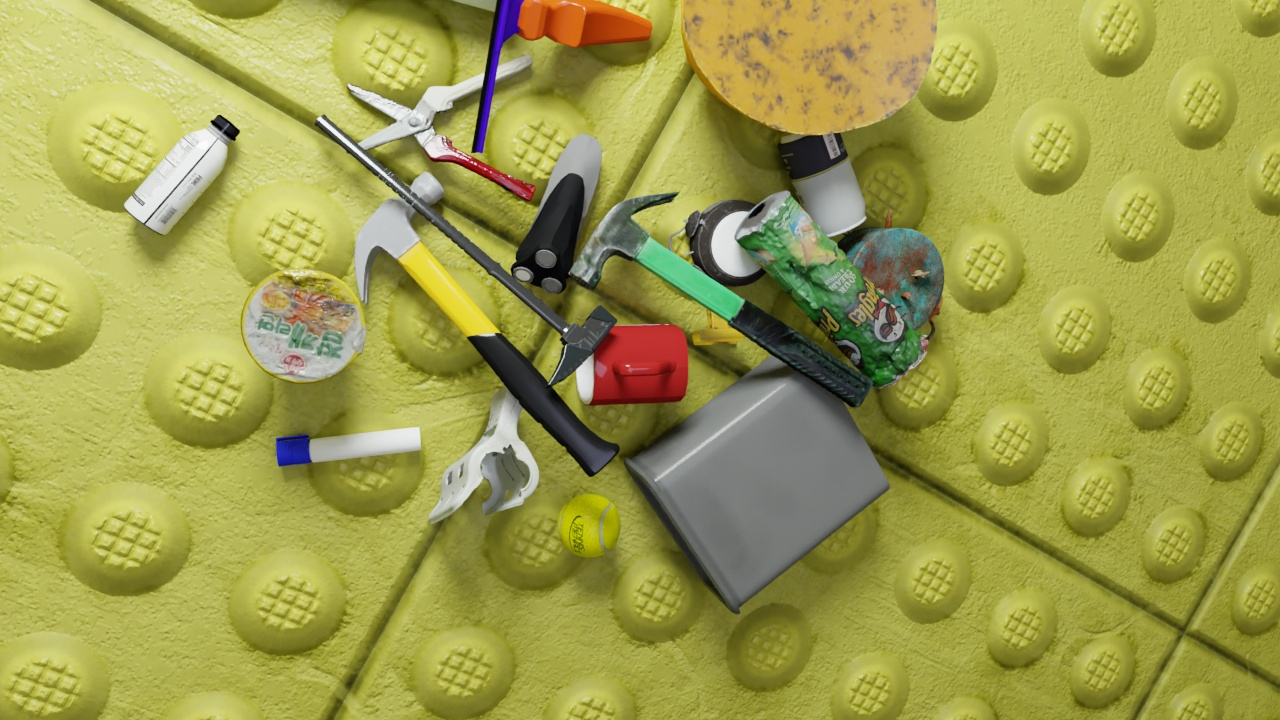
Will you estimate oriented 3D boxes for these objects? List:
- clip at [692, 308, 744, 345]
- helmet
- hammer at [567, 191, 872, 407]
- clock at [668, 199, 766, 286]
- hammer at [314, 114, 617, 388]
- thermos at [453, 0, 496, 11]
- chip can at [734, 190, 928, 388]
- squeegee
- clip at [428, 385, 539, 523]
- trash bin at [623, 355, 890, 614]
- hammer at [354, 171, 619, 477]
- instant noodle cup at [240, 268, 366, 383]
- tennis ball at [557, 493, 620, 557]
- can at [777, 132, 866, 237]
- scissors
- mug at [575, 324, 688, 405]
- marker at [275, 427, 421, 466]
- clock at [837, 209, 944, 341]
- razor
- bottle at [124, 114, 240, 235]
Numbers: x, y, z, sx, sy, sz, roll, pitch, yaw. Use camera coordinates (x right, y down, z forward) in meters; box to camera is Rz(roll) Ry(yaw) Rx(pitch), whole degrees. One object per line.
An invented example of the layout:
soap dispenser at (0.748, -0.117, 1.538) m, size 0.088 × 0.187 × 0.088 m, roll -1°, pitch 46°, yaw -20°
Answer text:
clip at (0.084, -0.038, 0.984) m, size 0.054 × 0.046 × 0.048 m, roll -2°, pitch 125°, yaw -15°
helmet at (0.141, -0.322, 0.894) m, size 0.255 × 0.131 × 0.205 m, roll 2°, pitch 100°, yaw -18°
hammer at (0.094, -0.051, 0.915) m, size 0.318 × 0.032 × 0.130 m, roll 33°, pitch 76°, yaw -6°
clock at (0.094, -0.122, 0.962) m, size 0.122 × 0.044 × 0.091 m, roll -14°, pitch 103°, yaw -14°
hammer at (-0.171, -0.107, 0.842) m, size 0.325 × 0.015 × 0.094 m, roll 41°, pitch 66°, yaw -6°
thermos at (-0.220, -0.368, 0.811) m, size 0.230 × 0.068 × 0.068 m, roll 8°, pitch 97°, yaw -18°
chip can at (0.192, -0.072, 0.927) m, size 0.223 × 0.075 × 0.075 m, roll 44°, pitch 85°, yaw -13°
squeegee at (-0.064, -0.317, 0.855) m, size 0.184 × 0.055 × 0.250 m, roll -10°, pitch 128°, yaw -39°
clip at (-0.139, 0.103, 0.897) m, size 0.110 × 0.127 × 0.150 m, roll 43°, pitch 62°, yaw -11°
trash bin at (0.127, 0.125, 0.990) m, size 0.219 × 0.097 × 0.192 m, roll -36°, pitch 108°, yaw -10°
hammer at (-0.143, -0.019, 0.864) m, size 0.127 × 0.029 × 0.323 m, roll -42°, pitch 90°, yaw -8°
instant noodle cup at (-0.298, -0.036, 0.823) m, size 0.102 × 0.108 × 0.102 m, roll -3°, pitch 100°, yaw -17°
tennis ball at (-0.053, 0.173, 0.958) m, size 0.065 × 0.065 × 0.065 m, roll -3°, pitch 100°, yaw -17°
can at (0.195, -0.187, 0.971) m, size 0.064 × 0.064 × 0.127 m, roll -28°, pitch 106°, yaw -11°
scissors at (-0.171, -0.231, 0.868) m, size 0.199 × 0.015 × 0.179 m, roll 32°, pitch 79°, yaw -9°
mug at (-0.005, 0.005, 0.916) m, size 0.096 × 0.116 × 0.080 m, roll -2°, pitch 95°, yaw -17°
marker at (-0.283, 0.082, 0.895) m, size 0.133 × 0.023 × 0.027 m, roll -6°, pitch 80°, yaw -16°
clock at (0.278, -0.073, 1.013) m, size 0.121 × 0.073 × 0.157 m, roll -37°, pitch 109°, yaw -8°
razor at (-0.076, -0.147, 0.902) m, size 0.057 × 0.060 × 0.156 m, roll 20°, pitch 79°, yaw -8°
bottle at (-0.398, -0.166, 0.806) m, size 0.041 × 0.041 × 0.116 m, roll 41°, pitch 87°, yaw -19°
